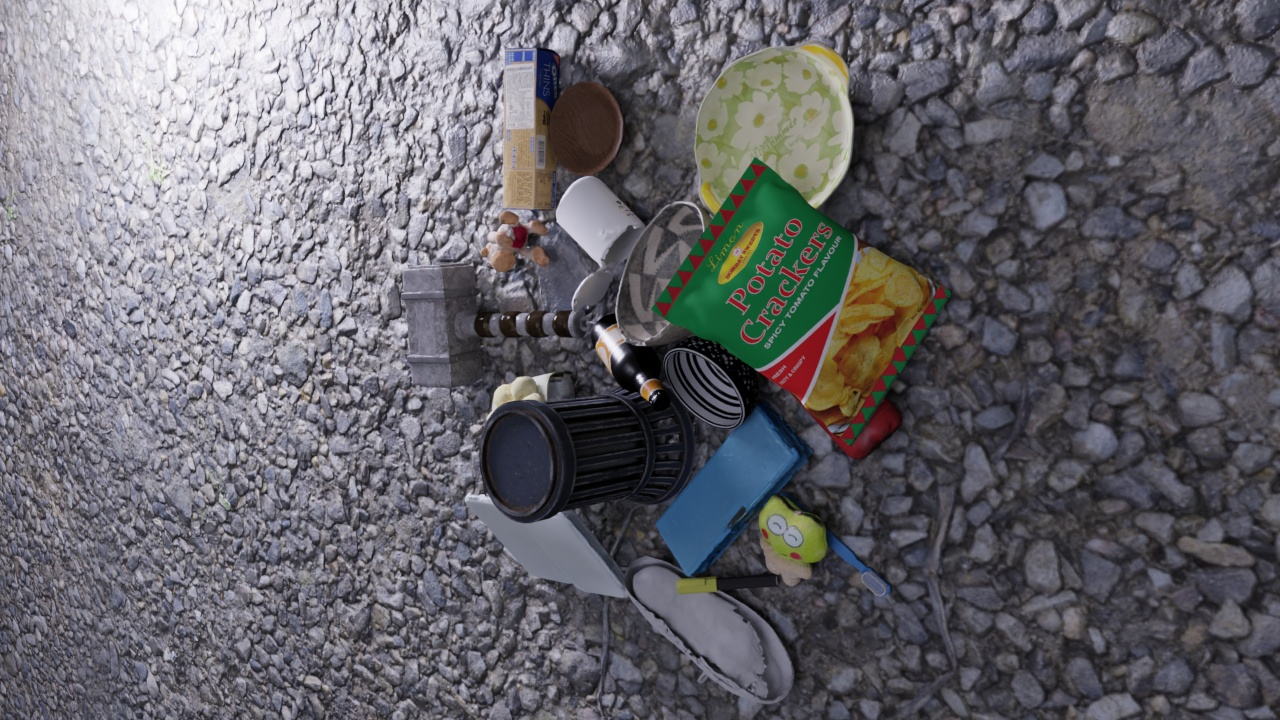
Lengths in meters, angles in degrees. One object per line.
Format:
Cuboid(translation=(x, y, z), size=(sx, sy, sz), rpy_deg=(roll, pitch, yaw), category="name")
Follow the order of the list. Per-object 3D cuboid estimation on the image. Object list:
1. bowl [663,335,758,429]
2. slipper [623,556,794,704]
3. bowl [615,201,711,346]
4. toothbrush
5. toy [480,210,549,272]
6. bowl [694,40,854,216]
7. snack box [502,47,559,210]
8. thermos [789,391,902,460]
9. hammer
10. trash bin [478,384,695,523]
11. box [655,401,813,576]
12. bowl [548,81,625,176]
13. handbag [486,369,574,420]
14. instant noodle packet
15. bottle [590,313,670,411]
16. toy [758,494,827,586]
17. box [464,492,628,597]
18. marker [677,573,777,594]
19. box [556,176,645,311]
Cuboid(translation=(0.094, 0.015, 1.091), size=(0.120, 0.066, 0.120), rpy_deg=(33, 148, 24), category="bowl")
Cuboid(translation=(0.083, 0.343, 1.159), size=(0.247, 0.074, 0.112), rpy_deg=(32, 83, 23), category="slipper")
Cuboid(translation=(0.050, -0.094, 1.087), size=(0.179, 0.081, 0.178), rpy_deg=(-34, 47, 46), category="bowl")
Cuboid(translation=(0.224, 0.214, 1.077), size=(0.166, 0.014, 0.016), rpy_deg=(42, 118, 21), category="toothbrush")
Cuboid(translation=(-0.184, -0.155, 1.251), size=(0.106, 0.085, 0.074), rpy_deg=(-23, 64, 44), category="toy")
Cuboid(translation=(0.156, -0.245, 1.018), size=(0.188, 0.060, 0.220), rpy_deg=(48, 119, 18), category="bowl")
Cuboid(translation=(-0.144, -0.303, 1.211), size=(0.056, 0.057, 0.207), rpy_deg=(9, 103, 29), category="snack box")
Cuboid(translation=(0.187, 0.003, 1.030), size=(0.240, 0.073, 0.073), rpy_deg=(49, 120, 18), category="thermos")
Cuboid(translation=(-0.184, -0.051, 1.274), size=(0.327, 0.079, 0.177), rpy_deg=(1, 98, 28), category="hammer")
Cuboid(translation=(-0.068, 0.110, 1.111), size=(0.165, 0.227, 0.164), rpy_deg=(2, 94, 40), category="trash bin")
Cuboid(translation=(0.113, 0.162, 1.133), size=(0.232, 0.052, 0.093), rpy_deg=(-55, 52, 27), category="box")
Cuboid(translation=(-0.063, -0.295, 1.172), size=(0.118, 0.030, 0.118), rpy_deg=(6, 101, 33), category="bowl")
Cuboid(translation=(-0.141, 0.108, 1.237), size=(0.113, 0.123, 0.171), rpy_deg=(-14, 85, 29), category="handbag")
Cuboid(translation=(0.169, -0.062, 0.957), size=(0.252, 0.090, 0.195), rpy_deg=(34, 86, -1), category="instant noodle packet")
Cuboid(translation=(-0.007, 0.007, 1.117), size=(0.181, 0.059, 0.059), rpy_deg=(54, 129, 54), category="bottle")
Cuboid(translation=(0.177, 0.217, 1.085), size=(0.092, 0.046, 0.115), rpy_deg=(30, 130, 32), category="toy")
Cuboid(translation=(-0.125, 0.250, 1.237), size=(0.189, 0.037, 0.209), rpy_deg=(0, 138, 30), category="box")
Cuboid(translation=(0.107, 0.276, 1.136), size=(0.124, 0.021, 0.017), rpy_deg=(-7, 60, 12), category="marker")
Cuboid(translation=(-0.070, -0.149, 1.174), size=(0.106, 0.080, 0.151), rpy_deg=(45, 115, 18), category="box")
